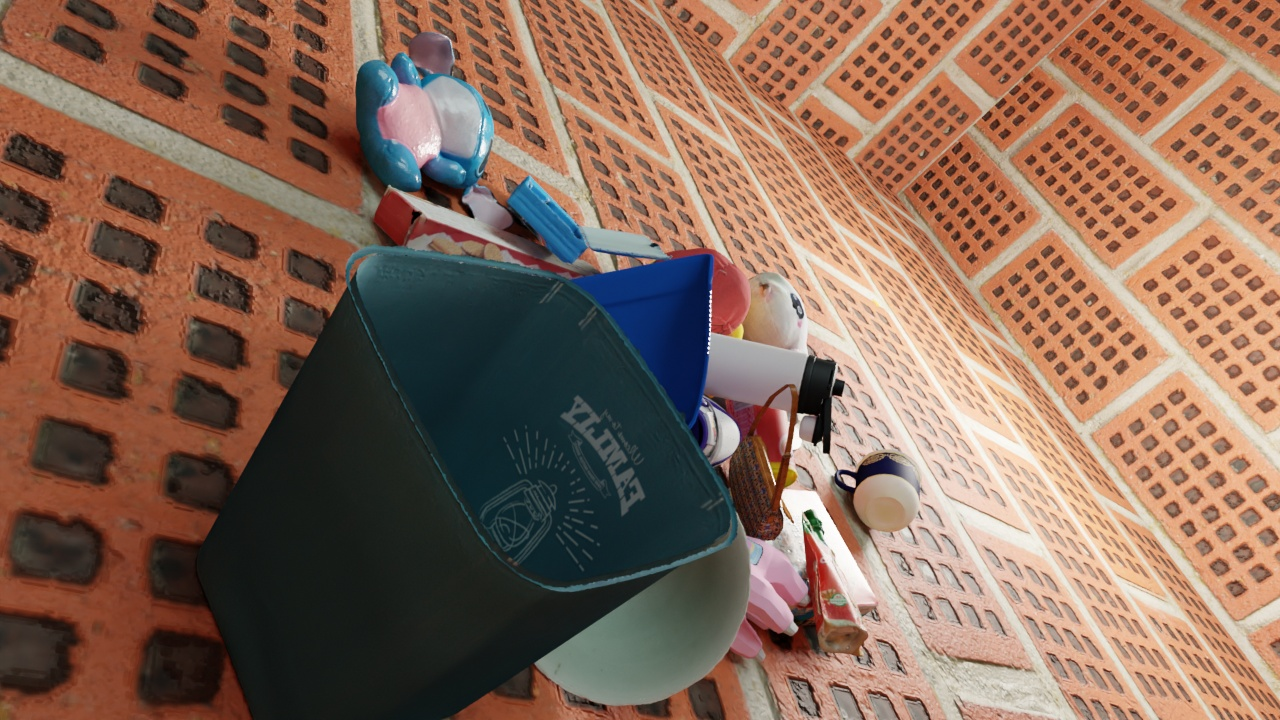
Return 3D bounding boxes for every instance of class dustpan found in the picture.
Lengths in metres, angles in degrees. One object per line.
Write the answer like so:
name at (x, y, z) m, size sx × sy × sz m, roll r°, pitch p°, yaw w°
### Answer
dustpan at (-0.041, 0.062, 0.729) m, size 0.059 × 0.246 × 0.257 m, roll -30°, pitch 110°, yaw -84°

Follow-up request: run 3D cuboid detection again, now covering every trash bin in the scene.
trash bin at (-0.107, 0.087, 0.499) m, size 0.198 × 0.219 × 0.196 m, roll 3°, pitch 48°, yaw -55°

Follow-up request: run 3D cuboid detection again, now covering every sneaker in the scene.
sneaker at (0.039, 0.064, 0.855) m, size 0.243 × 0.111 × 0.092 m, roll 7°, pitch 86°, yaw -49°

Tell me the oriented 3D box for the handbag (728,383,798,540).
handbag at (0.123, 0.083, 0.830) m, size 0.043 × 0.196 × 0.093 m, roll -4°, pitch 50°, yaw -11°

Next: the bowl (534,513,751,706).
bowl at (-0.009, 0.153, 0.663) m, size 0.174 × 0.174 × 0.068 m, roll 45°, pitch -6°, yaw 0°

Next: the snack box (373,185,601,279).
snack box at (-0.136, -0.103, 0.936) m, size 0.272 × 0.044 × 0.076 m, roll 17°, pitch 18°, yaw -47°

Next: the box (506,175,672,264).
box at (-0.067, -0.141, 1.015) m, size 0.175 × 0.060 × 0.243 m, roll 25°, pitch 10°, yaw -11°

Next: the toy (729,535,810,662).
toy at (0.070, 0.184, 0.807) m, size 0.157 × 0.067 × 0.123 m, roll 44°, pitch 23°, yaw 7°

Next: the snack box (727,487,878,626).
snack box at (0.159, 0.198, 0.939) m, size 0.144 × 0.040 × 0.142 m, roll 12°, pitch 42°, yaw -44°

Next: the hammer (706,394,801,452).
hammer at (0.073, 0.011, 1.112) m, size 0.312 × 0.035 × 0.139 m, roll 40°, pitch 27°, yaw -11°

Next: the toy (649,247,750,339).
toy at (0.071, -0.082, 1.111) m, size 0.147 × 0.099 × 0.216 m, roll 29°, pitch 3°, yaw 1°

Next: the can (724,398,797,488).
can at (0.132, 0.080, 1.019) m, size 0.066 × 0.067 × 0.124 m, roll 23°, pitch 49°, yaw -38°

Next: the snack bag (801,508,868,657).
snack bag at (0.175, 0.202, 0.873) m, size 0.087 × 0.044 × 0.154 m, roll 52°, pitch 19°, yaw -32°

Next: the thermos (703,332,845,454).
thermos at (0.098, 0.025, 0.979) m, size 0.230 × 0.101 × 0.068 m, roll 12°, pitch -9°, yaw 13°

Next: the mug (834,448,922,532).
mug at (0.304, 0.170, 1.180) m, size 0.112 × 0.086 × 0.089 m, roll 12°, pitch 25°, yaw 12°

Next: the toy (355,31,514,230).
toy at (-0.219, -0.233, 0.967) m, size 0.191 × 0.099 × 0.224 m, roll -34°, pitch 108°, yaw -63°

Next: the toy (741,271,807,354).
toy at (0.196, -0.038, 1.314) m, size 0.179 × 0.101 × 0.138 m, roll 63°, pitch 11°, yaw -8°
